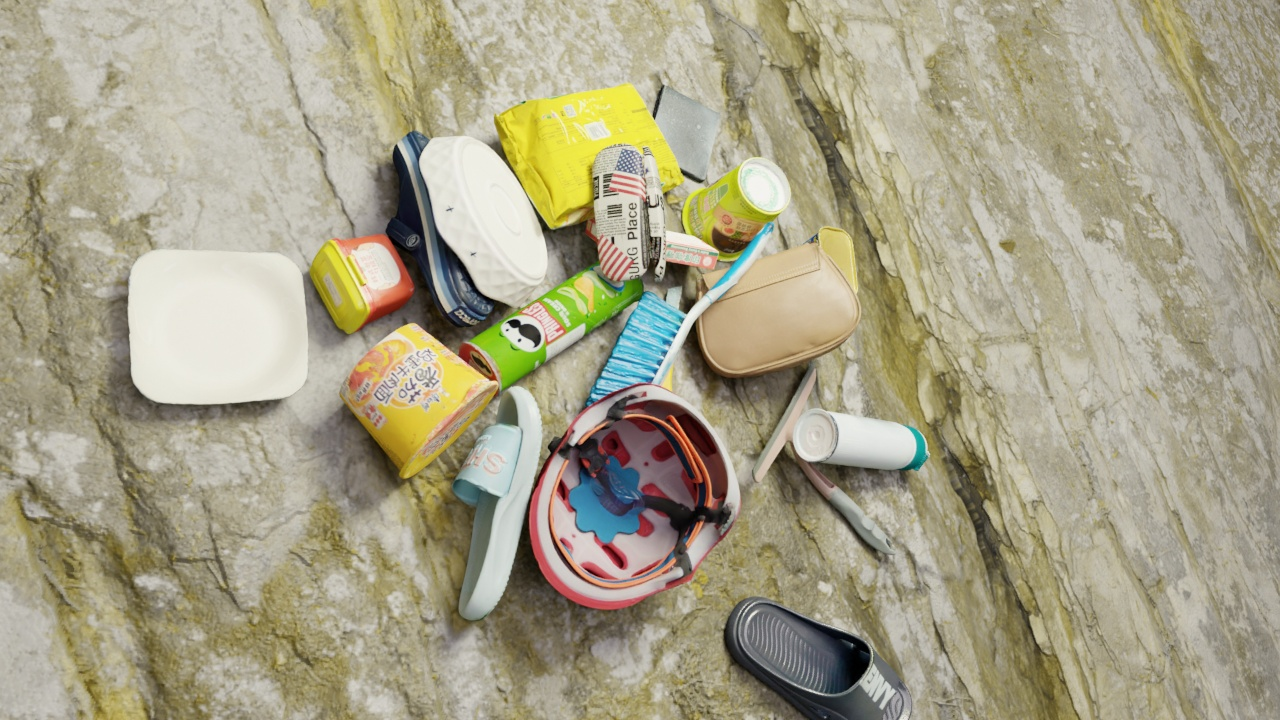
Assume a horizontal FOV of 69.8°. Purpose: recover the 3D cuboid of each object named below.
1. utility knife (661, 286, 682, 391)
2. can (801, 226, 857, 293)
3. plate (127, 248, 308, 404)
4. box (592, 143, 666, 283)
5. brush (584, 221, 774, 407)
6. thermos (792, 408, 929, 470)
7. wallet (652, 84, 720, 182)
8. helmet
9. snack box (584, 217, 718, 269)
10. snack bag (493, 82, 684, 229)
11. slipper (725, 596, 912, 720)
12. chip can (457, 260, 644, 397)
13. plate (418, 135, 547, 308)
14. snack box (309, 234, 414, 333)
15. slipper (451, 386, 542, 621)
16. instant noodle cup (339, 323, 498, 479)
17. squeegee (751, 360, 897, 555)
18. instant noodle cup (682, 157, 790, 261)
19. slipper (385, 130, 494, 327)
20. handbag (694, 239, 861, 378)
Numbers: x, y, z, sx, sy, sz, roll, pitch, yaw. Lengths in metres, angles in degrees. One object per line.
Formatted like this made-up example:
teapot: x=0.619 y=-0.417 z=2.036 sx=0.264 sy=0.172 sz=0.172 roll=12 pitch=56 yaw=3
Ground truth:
utility knife: x=0.032 y=-0.006 z=1.158 sx=0.033 sy=0.015 sz=0.201 roll=18 pitch=66 yaw=-19
can: x=0.249 y=-0.121 z=1.267 sx=0.057 sy=0.083 sz=0.102 roll=6 pitch=70 yaw=-24
plate: x=-0.425 y=-0.032 z=0.928 sx=0.164 sy=0.034 sz=0.163 roll=-1 pitch=73 yaw=-27
box: x=-0.013 y=-0.172 z=1.085 sx=0.086 sy=0.075 sz=0.162 roll=-3 pitch=87 yaw=-2
brush: x=0.050 y=-0.058 z=1.109 sx=0.109 sy=0.060 sz=0.314 roll=27 pitch=78 yaw=1
thermos: x=0.293 y=0.105 z=1.194 sx=0.223 sy=0.073 sz=0.073 roll=10 pitch=67 yaw=-42
wallet: x=0.059 y=-0.317 z=1.280 sx=0.097 sy=0.019 sz=0.120 roll=22 pitch=67 yaw=-19
helmet: x=-0.022 y=0.152 z=1.006 sx=0.239 sy=0.144 sz=0.207 roll=-42 pitch=96 yaw=-16
snack box: x=0.014 y=-0.150 z=1.165 sx=0.155 sy=0.077 sz=0.027 roll=8 pitch=108 yaw=-24
snack bag: x=-0.059 y=-0.265 z=1.148 sx=0.245 sy=0.068 sz=0.158 roll=-27 pitch=87 yaw=-43
slipper: x=0.225 y=0.370 z=1.086 sx=0.268 sy=0.083 sz=0.110 roll=34 pitch=63 yaw=-11
chip can: x=-0.099 y=-0.045 z=1.074 sx=0.235 sy=0.072 sz=0.072 roll=-35 pitch=90 yaw=-32
plate: x=-0.167 y=-0.160 z=1.022 sx=0.205 sy=0.046 sz=0.204 roll=57 pitch=19 yaw=-32
snack box: x=-0.297 y=-0.087 z=0.987 sx=0.079 sy=0.082 sz=0.091 roll=-26 pitch=86 yaw=-41
slipper: x=-0.163 y=0.145 z=0.962 sx=0.074 sy=0.104 sz=0.245 roll=16 pitch=72 yaw=-19
instant noodle cup: x=-0.233 y=0.036 z=0.949 sx=0.110 sy=0.138 sz=0.137 roll=44 pitch=59 yaw=3
squeegee: x=0.249 y=0.164 z=1.195 sx=0.249 sy=0.040 sz=0.246 roll=50 pitch=41 yaw=-9
instant noodle cup: x=0.132 y=-0.206 z=1.215 sx=0.111 sy=0.124 sz=0.111 roll=9 pitch=69 yaw=-24
slipper: x=-0.231 y=-0.139 z=1.033 sx=0.095 sy=0.105 sz=0.252 roll=-26 pitch=63 yaw=12
handbag: x=0.170 y=-0.060 z=1.174 sx=0.204 sy=0.100 sz=0.147 roll=-16 pitch=84 yaw=2
